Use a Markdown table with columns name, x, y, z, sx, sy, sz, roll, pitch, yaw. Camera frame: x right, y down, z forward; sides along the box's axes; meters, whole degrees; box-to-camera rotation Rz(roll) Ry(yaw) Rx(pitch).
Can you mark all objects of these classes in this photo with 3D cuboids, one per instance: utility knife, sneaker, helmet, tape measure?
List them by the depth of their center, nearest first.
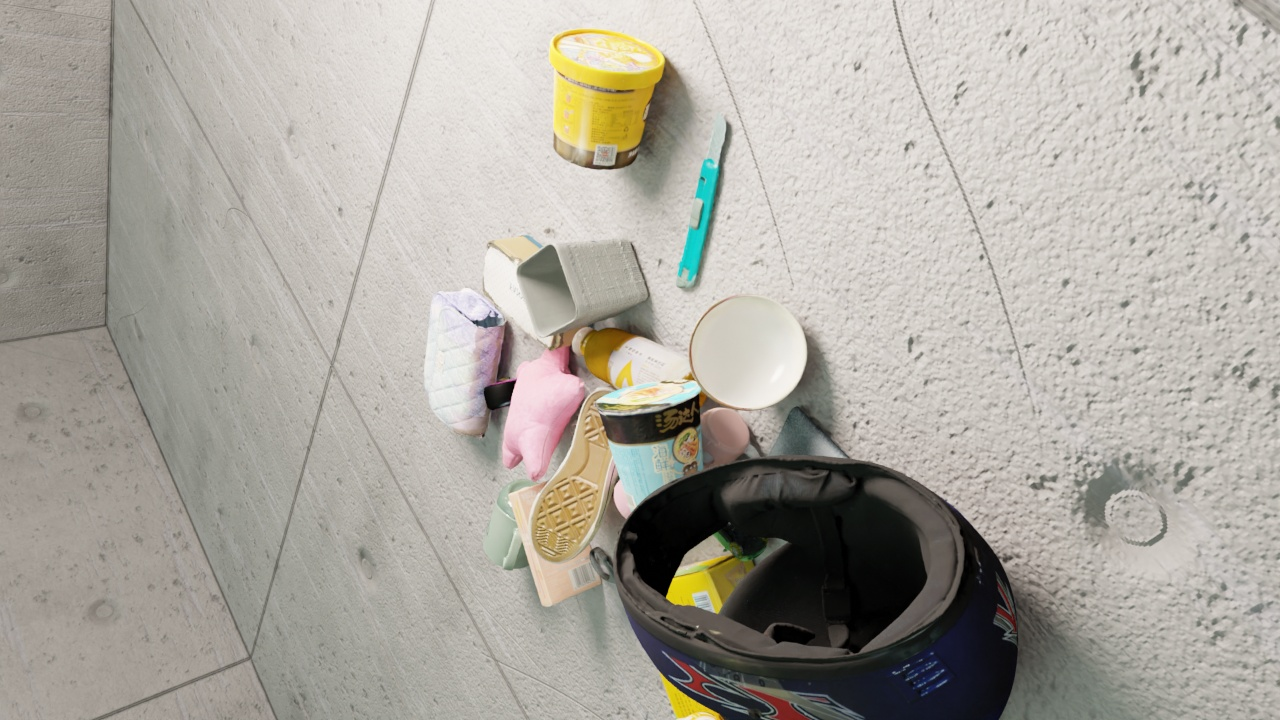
| name | x | y | z | sx | sy | sz | roll | pitch | yaw |
| --- | --- | --- | --- | --- | --- | --- | --- | --- | --- |
| helmet | 0.151 | 0.227 | 0.783 | 0.316 | 0.246 | 0.241 | 1 | 134 | 24 |
| utility knife | 0.063 | -0.160 | 0.958 | 0.029 | 0.013 | 0.197 | 35 | 126 | 37 |
| sneaker | -0.061 | 0.139 | 1.141 | 0.118 | 0.087 | 0.241 | 26 | 102 | 17 |
| tape measure | -0.190 | 0.045 | 1.280 | 0.058 | 0.057 | 0.039 | -14 | 90 | 58 |

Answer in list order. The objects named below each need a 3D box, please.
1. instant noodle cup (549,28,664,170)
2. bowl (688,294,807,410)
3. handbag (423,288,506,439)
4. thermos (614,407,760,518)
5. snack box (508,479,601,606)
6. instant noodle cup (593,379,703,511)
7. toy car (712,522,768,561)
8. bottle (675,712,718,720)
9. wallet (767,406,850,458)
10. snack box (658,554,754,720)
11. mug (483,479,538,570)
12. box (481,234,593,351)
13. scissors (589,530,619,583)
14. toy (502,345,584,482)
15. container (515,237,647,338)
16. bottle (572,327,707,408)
| name | x | y | z | sx | sy | sz | roll | pitch | yaw |
| --- | --- | --- | --- | --- | --- | --- | --- | --- | --- |
| instant noodle cup | -0.041 | -0.273 | 0.970 | 0.118 | 0.118 | 0.115 | 41 | 137 | 34 |
| bowl | 0.104 | -0.005 | 0.906 | 0.062 | 0.113 | 0.113 | 49 | -160 | -83 |
| handbag | -0.259 | 0.001 | 1.332 | 0.134 | 0.075 | 0.194 | 37 | 128 | 36 |
| thermos | 0.053 | 0.125 | 1.028 | 0.087 | 0.067 | 0.199 | 39 | 135 | -7 |
| snack box | -0.115 | 0.240 | 1.234 | 0.026 | 0.084 | 0.157 | -23 | 84 | 53 |
| instant noodle cup | 0.019 | 0.091 | 0.927 | 0.111 | 0.111 | 0.120 | 2 | 107 | 49 |
| toy car | 0.100 | 0.184 | 1.000 | 0.091 | 0.043 | 0.036 | 41 | 146 | 44 |
| bottle | 0.049 | 0.427 | 1.010 | 0.109 | 0.063 | 0.063 | -43 | 69 | 47 |
| wallet | 0.165 | 0.120 | 0.926 | 0.097 | 0.019 | 0.121 | 48 | 135 | 31 |
| snack box | 0.088 | 0.334 | 1.040 | 0.158 | 0.069 | 0.210 | -30 | 79 | 50 |
| mug | -0.171 | 0.235 | 1.282 | 0.111 | 0.082 | 0.107 | -84 | 15 | -55 |
| box | -0.127 | -0.085 | 1.165 | 0.184 | 0.063 | 0.090 | 39 | 130 | 32 |
| scissors | -0.007 | 0.293 | 1.184 | 0.181 | 0.014 | 0.160 | 31 | 126 | 37 |
| toy | -0.124 | 0.064 | 1.171 | 0.179 | 0.074 | 0.194 | -28 | 48 | 51 |
| container | -0.063 | -0.087 | 1.048 | 0.090 | 0.114 | 0.090 | -24 | 83 | 50 |
| bottle | -0.006 | 0.006 | 1.047 | 0.190 | 0.067 | 0.068 | 25 | 120 | 42 |
